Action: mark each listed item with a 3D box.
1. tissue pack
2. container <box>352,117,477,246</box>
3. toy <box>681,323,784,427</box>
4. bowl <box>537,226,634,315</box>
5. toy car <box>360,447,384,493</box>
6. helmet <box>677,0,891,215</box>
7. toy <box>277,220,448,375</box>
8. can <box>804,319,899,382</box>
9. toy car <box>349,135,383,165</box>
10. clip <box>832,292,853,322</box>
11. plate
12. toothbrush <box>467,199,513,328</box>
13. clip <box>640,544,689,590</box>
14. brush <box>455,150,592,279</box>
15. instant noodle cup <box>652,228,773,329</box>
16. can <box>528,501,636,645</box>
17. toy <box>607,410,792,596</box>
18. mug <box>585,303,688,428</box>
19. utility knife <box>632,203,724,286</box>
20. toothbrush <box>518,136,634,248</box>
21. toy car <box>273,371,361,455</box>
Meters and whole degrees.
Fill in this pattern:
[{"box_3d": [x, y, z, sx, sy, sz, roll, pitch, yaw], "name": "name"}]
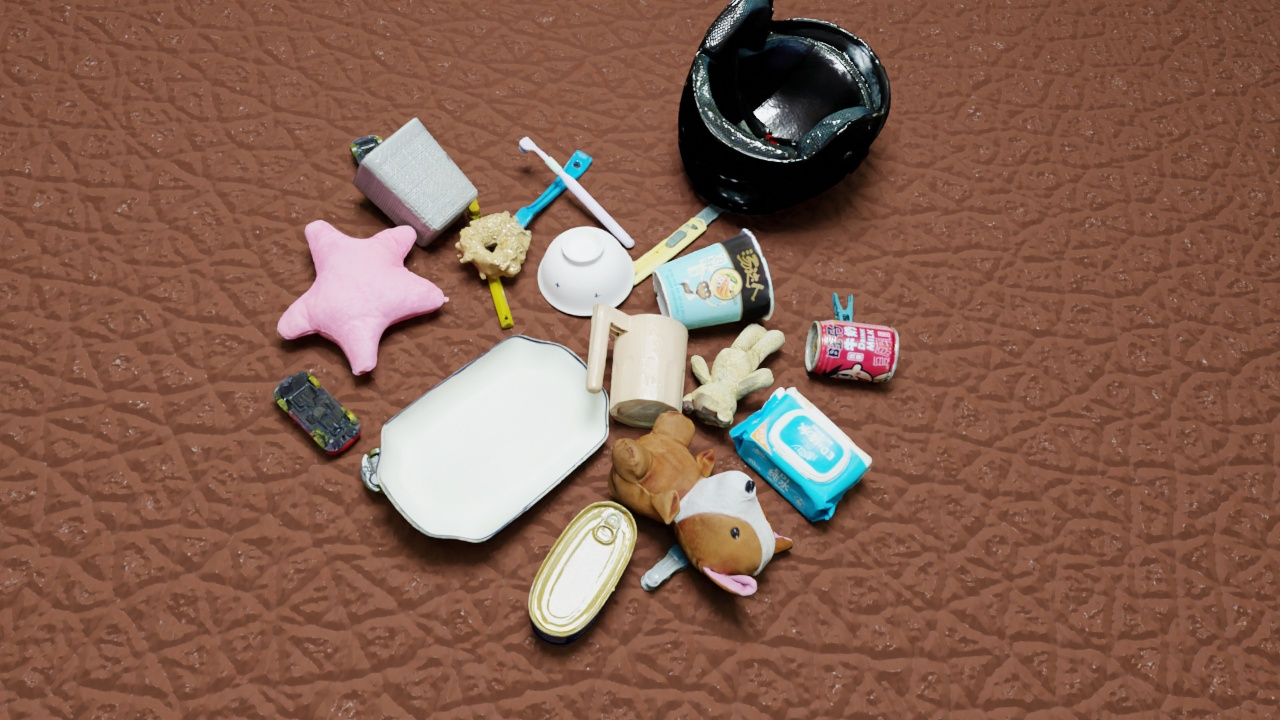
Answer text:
[{"box_3d": [0.176, 0.100, 1.001, 0.089, 0.063, 0.140, -39, 72, -23], "name": "tissue pack"}, {"box_3d": [-0.265, -0.207, 1.094, 0.114, 0.090, 0.090, 47, 65, -10], "name": "container"}, {"box_3d": [0.110, 0.014, 1.048, 0.105, 0.066, 0.156, 20, 53, 31], "name": "toy"}, {"box_3d": [-0.066, -0.119, 1.089, 0.118, 0.065, 0.118, 0, 61, 0], "name": "bowl"}, {"box_3d": [-0.242, 0.108, 0.968, 0.105, 0.032, 0.048, -19, 71, -21], "name": "toy car"}, {"box_3d": [0.171, -0.307, 1.133, 0.274, 0.231, 0.233, -29, 77, -31], "name": "helmet"}, {"box_3d": [-0.309, -0.072, 1.040, 0.178, 0.075, 0.194, 6, 64, -5], "name": "toy"}, {"box_3d": [0.244, -0.011, 1.068, 0.094, 0.067, 0.066, 7, 61, -3], "name": "can"}, {"box_3d": [-0.334, -0.245, 1.154, 0.042, 0.035, 0.090, -21, 65, -18], "name": "toy car"}, {"box_3d": [0.249, -0.059, 1.126, 0.040, 0.014, 0.056, 5, 59, -2], "name": "clip"}, {"box_3d": [-0.152, 0.082, 0.970, 0.162, 0.034, 0.264, 46, 57, 7], "name": "plate"}, {"box_3d": [-0.184, -0.121, 1.111, 0.015, 0.017, 0.190, -13, 63, -14], "name": "toothbrush"}, {"box_3d": [0.025, 0.216, 0.949, 0.057, 0.033, 0.025, -34, 72, -29], "name": "clip"}, {"box_3d": [-0.134, -0.187, 1.136, 0.083, 0.046, 0.253, 32, 53, 7], "name": "brush"}, {"box_3d": [0.081, -0.085, 1.076, 0.120, 0.111, 0.111, -17, 64, -6], "name": "instant noodle cup"}, {"box_3d": [-0.058, 0.213, 0.921, 0.074, 0.049, 0.147, 28, 62, 9], "name": "can"}, {"box_3d": [0.064, 0.144, 0.939, 0.199, 0.131, 0.139, 48, 41, 12], "name": "toy"}, {"box_3d": [-0.006, 0.006, 1.010, 0.124, 0.084, 0.103, 25, 56, -34], "name": "mug"}, {"box_3d": [0.046, -0.151, 1.157, 0.031, 0.021, 0.206, 42, 61, 17], "name": "utility knife"}, {"box_3d": [-0.078, -0.207, 1.143, 0.189, 0.029, 0.021, 44, 106, -1], "name": "toothbrush"}, {"box_3d": [-0.348, 0.056, 0.988, 0.106, 0.031, 0.049, 40, 64, 14], "name": "toy car"}]
